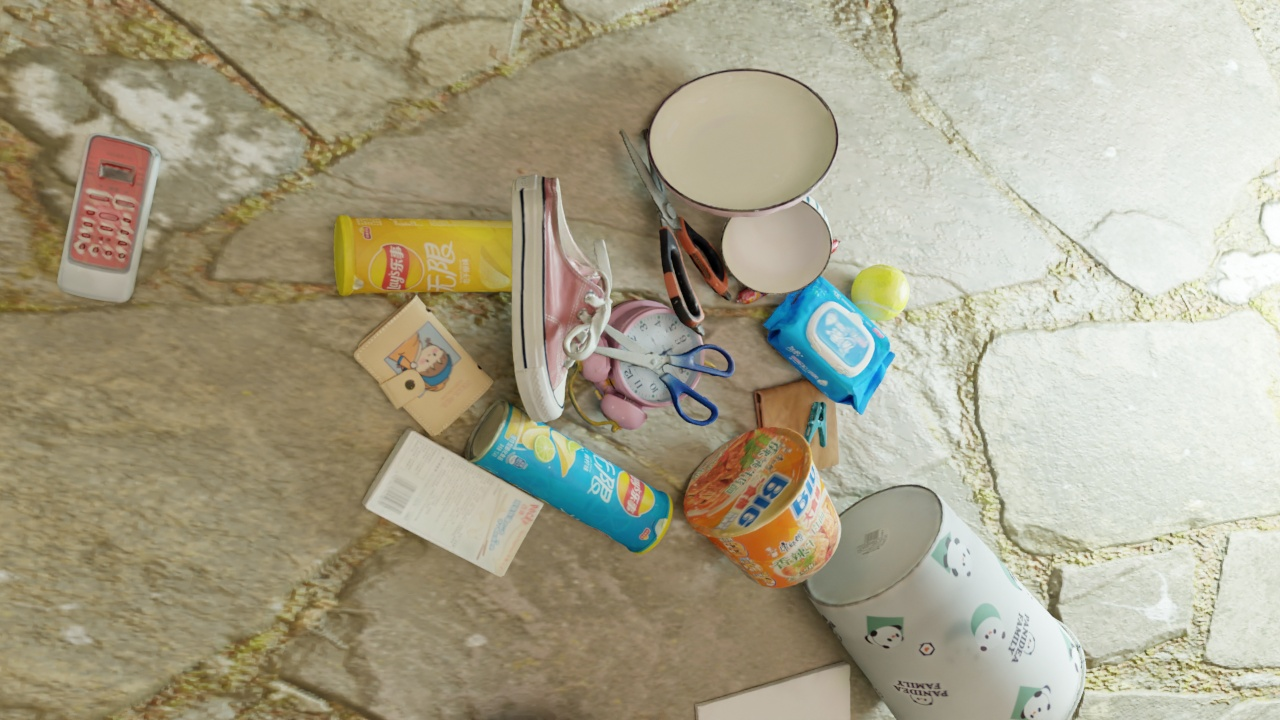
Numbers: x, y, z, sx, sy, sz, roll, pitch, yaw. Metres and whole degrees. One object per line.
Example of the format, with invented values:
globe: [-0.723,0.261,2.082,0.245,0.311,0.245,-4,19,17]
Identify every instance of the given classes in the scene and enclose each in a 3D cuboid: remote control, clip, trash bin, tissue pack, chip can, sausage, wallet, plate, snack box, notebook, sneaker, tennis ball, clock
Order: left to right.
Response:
remote control: [-0.439,-0.117,0.759,0.055,0.020,0.136,12,89,-26]
wallet: [-0.208,0.008,0.875,0.087,0.024,0.115,-46,112,-19]
snack box: [-0.181,0.139,0.895,0.156,0.027,0.084,34,80,-23]
chip can: [-0.172,-0.098,0.854,0.213,0.072,0.072,-3,96,-25]
sneaker: [-0.069,-0.049,0.827,0.088,0.118,0.241,0,119,-3]
chip can: [-0.069,0.119,0.919,0.210,0.071,0.071,33,81,-23]
clock: [-0.006,0.005,0.944,0.158,0.060,0.117,-33,108,-19]
plate: [0.103,-0.217,0.937,0.192,0.039,0.192,-2,61,4]
notebook: [0.163,0.453,1.087,0.208,0.012,0.150,-6,97,-24]
sausage: [0.168,-0.100,1.036,0.155,0.020,0.020,-31,106,-18]
wallet: [0.183,0.079,1.060,0.101,0.020,0.115,-14,103,-22]
clip: [0.202,0.074,1.050,0.037,0.013,0.055,0,98,-26]
tissue pack: [0.218,-0.020,1.034,0.157,0.052,0.094,42,71,-11]
tennis ball: [0.277,-0.078,1.062,0.065,0.065,0.065,-2,95,-24]
trash bin: [0.331,0.293,1.042,0.229,0.230,0.252,-45,105,-15]

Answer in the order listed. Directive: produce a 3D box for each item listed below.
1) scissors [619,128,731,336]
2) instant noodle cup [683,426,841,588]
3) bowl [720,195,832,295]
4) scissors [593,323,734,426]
scissors: [0.037,-0.131,0.945,0.224,0.015,0.188,40,44,-38]
instant noodle cup: [0.137,0.162,0.982,0.151,0.151,0.111,-44,118,-15]
bowl: [0.147,-0.136,0.986,0.116,0.066,0.117,5,123,8]
scissors: [0.019,0.014,0.917,0.169,0.012,0.144,-12,98,-24]
